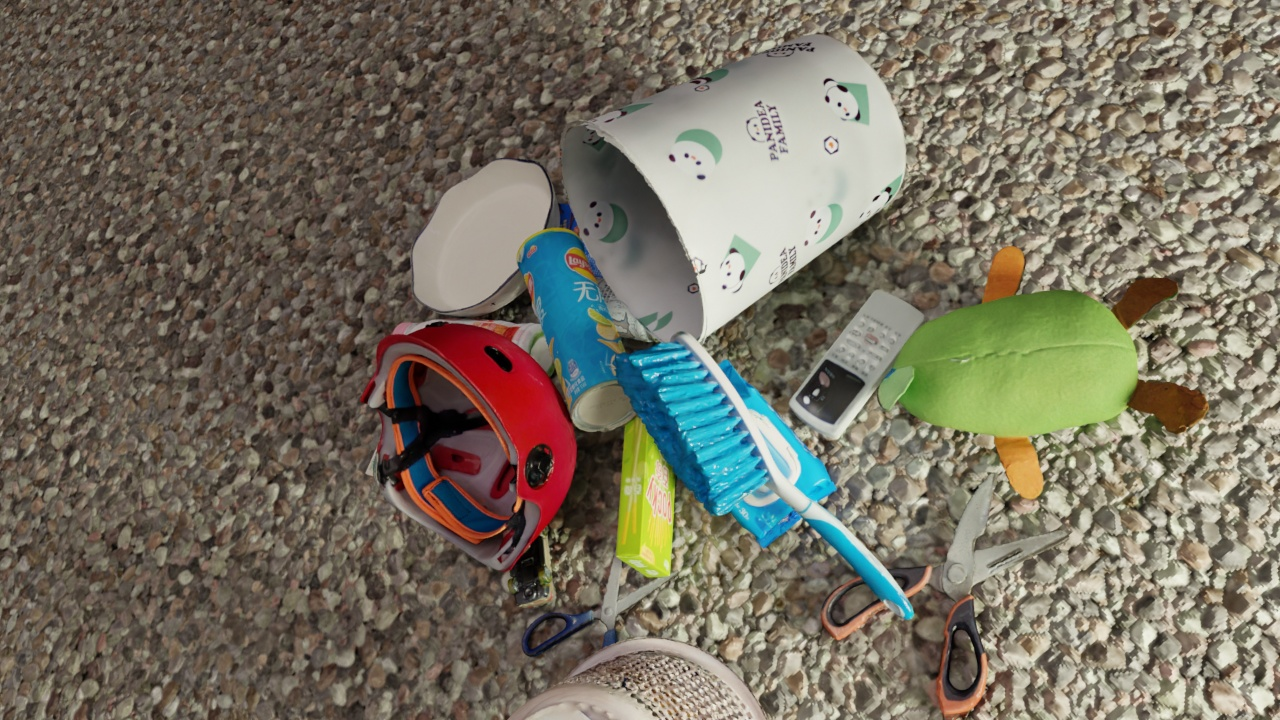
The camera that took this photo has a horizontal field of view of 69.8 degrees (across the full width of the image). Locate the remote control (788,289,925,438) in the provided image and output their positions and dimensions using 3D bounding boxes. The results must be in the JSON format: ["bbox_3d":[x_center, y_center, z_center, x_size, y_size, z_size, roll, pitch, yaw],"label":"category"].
[{"bbox_3d":[0.205,0.003,0.871,0.058,0.021,0.150,35,84,30],"label":"remote control"}]

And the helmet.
[{"bbox_3d":[-0.146,0.059,0.863,0.207,0.240,0.143,23,38,28],"label":"helmet"}]

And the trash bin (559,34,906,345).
[{"bbox_3d":[0.090,-0.166,0.852,0.251,0.230,0.229,-31,58,-16],"label":"trash bin"}]

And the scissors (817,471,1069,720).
[{"bbox_3d":[0.252,0.195,0.774,0.189,0.015,0.225,6,70,24],"label":"scissors"}]

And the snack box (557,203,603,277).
[{"bbox_3d":[-0.042,-0.126,1.022,0.157,0.026,0.084,13,73,26],"label":"snack box"}]

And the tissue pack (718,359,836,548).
[{"bbox_3d":[0.097,0.085,0.835,0.095,0.052,0.157,-40,88,3],"label":"tissue pack"}]

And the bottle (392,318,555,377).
[{"bbox_3d":[-0.189,-0.014,1.015,0.197,0.068,0.068,6,71,28],"label":"bottle"}]

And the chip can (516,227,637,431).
[{"bbox_3d":[-0.061,-0.034,0.882,0.071,0.071,0.210,-29,52,8],"label":"chip can"}]

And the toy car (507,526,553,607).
[{"bbox_3d":[-0.108,0.198,0.907,0.042,0.035,0.090,-20,53,12],"label":"toy car"}]

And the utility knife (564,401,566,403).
[{"bbox_3d":[-0.181,0.047,1.012,0.220,0.015,0.033,1,71,22],"label":"utility knife"}]

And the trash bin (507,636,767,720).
[{"bbox_3d":[-0.018,0.330,0.715,0.228,0.192,0.227,-6,71,17],"label":"trash bin"}]

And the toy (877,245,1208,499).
[{"bbox_3d":[0.330,0.004,0.781,0.247,0.090,0.226,-6,66,24],"label":"toy"}]

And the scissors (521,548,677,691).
[{"bbox_3d":[-0.038,0.250,0.871,0.162,0.012,0.175,-13,62,16],"label":"scissors"}]

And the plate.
[{"bbox_3d":[-0.174,-0.137,1.050,0.205,0.045,0.204,-17,54,25],"label":"plate"}]

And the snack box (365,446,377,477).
[{"bbox_3d":[-0.219,0.109,0.994,0.156,0.027,0.077,12,74,26],"label":"snack box"}]

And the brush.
[{"bbox_3d":[0.102,0.104,0.768,0.109,0.061,0.314,-27,77,-28],"label":"brush"}]

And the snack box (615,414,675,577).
[{"bbox_3d":[0.008,0.117,0.862,0.026,0.086,0.156,-6,63,21],"label":"snack box"}]

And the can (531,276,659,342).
[{"bbox_3d":[-0.041,-0.059,0.975,0.147,0.058,0.058,12,73,26],"label":"can"}]
